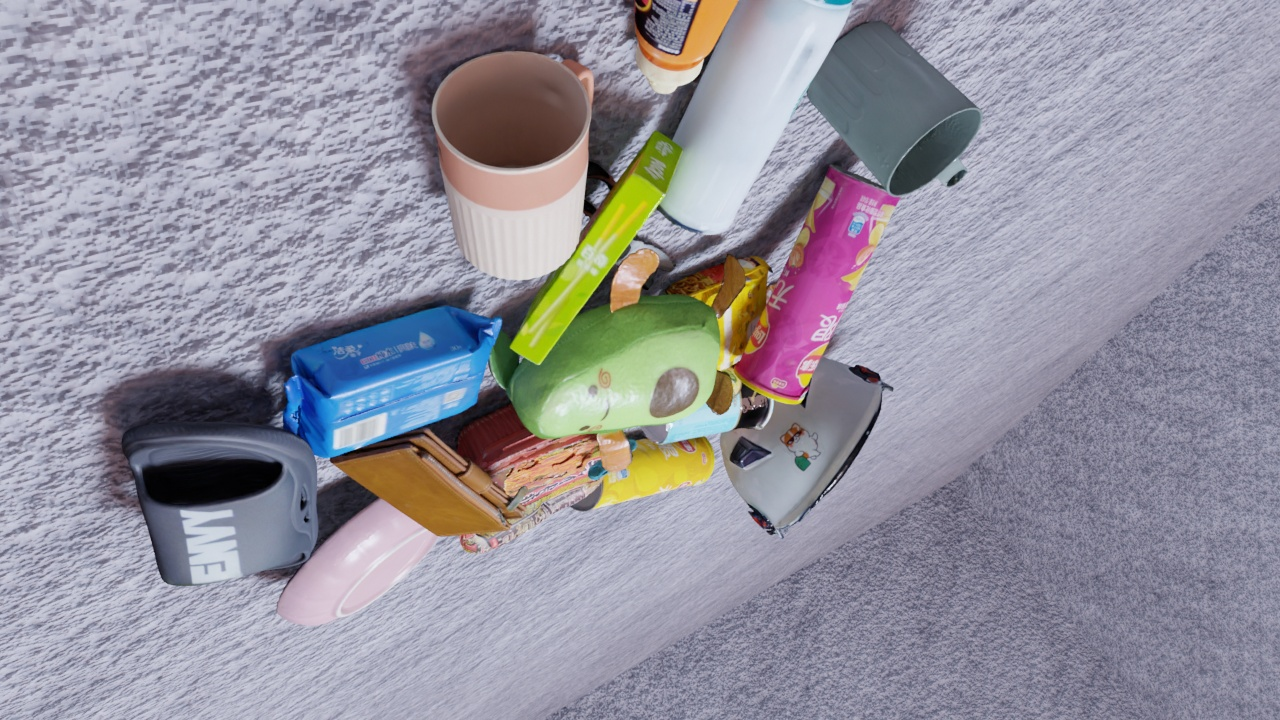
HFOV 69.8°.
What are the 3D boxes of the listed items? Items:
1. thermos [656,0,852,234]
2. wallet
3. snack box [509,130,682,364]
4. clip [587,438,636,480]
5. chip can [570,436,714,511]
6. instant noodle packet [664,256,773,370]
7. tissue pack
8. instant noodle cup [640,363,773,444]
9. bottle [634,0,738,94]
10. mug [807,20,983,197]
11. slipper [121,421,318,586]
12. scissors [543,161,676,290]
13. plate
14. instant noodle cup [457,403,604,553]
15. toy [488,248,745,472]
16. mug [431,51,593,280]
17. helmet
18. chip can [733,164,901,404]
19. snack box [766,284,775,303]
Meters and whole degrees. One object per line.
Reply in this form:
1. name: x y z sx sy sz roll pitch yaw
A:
1. thermos: 0.077 -0.182 0.588 0.073 0.073 0.225 -17 152 -35
2. wallet: -0.166 0.102 0.743 0.119 0.035 0.130 -14 137 29
3. snack box: -0.030 -0.074 0.611 0.157 0.026 0.085 -50 -167 32
4. clip: -0.027 0.095 0.868 0.054 0.013 0.033 -32 160 -24
5. chip can: -0.001 0.128 1.093 0.212 0.072 0.072 -3 142 -49
6. instant noodle packet: 0.071 -0.035 0.877 0.110 0.044 0.129 -20 139 -17
7. tissue pack: -0.176 0.012 0.650 0.156 0.052 0.095 -19 155 -31
8. instant noodle cup: 0.060 0.036 0.961 0.120 0.111 0.111 -16 151 -25
9. bottle: 0.024 -0.200 0.500 0.066 0.066 0.150 -26 164 -19
10. mug: 0.195 -0.185 0.697 0.084 0.103 0.123 -43 157 20
11. slipper: -0.281 0.121 0.648 0.110 0.083 0.269 -3 152 -14
12. scissors: -0.034 -0.085 0.700 0.205 0.015 0.202 -24 155 -25
13. plate: -0.243 0.182 0.851 0.192 0.039 0.192 -42 168 -11
14. instant noodle cup: -0.107 0.095 0.871 0.164 0.079 0.189 -24 155 -26
15. toy: -0.005 0.004 0.761 0.246 0.090 0.227 -16 127 -31
16. mug: -0.064 -0.118 0.527 0.114 0.082 0.106 -57 170 -27
17. helmet: 0.182 0.083 1.119 0.230 0.157 0.274 -55 169 6
18. chip can: 0.158 -0.067 0.836 0.071 0.071 0.211 -4 122 -51
19. snack box: 0.137 -0.030 1.022 0.075 0.026 0.154 -14 150 -39
